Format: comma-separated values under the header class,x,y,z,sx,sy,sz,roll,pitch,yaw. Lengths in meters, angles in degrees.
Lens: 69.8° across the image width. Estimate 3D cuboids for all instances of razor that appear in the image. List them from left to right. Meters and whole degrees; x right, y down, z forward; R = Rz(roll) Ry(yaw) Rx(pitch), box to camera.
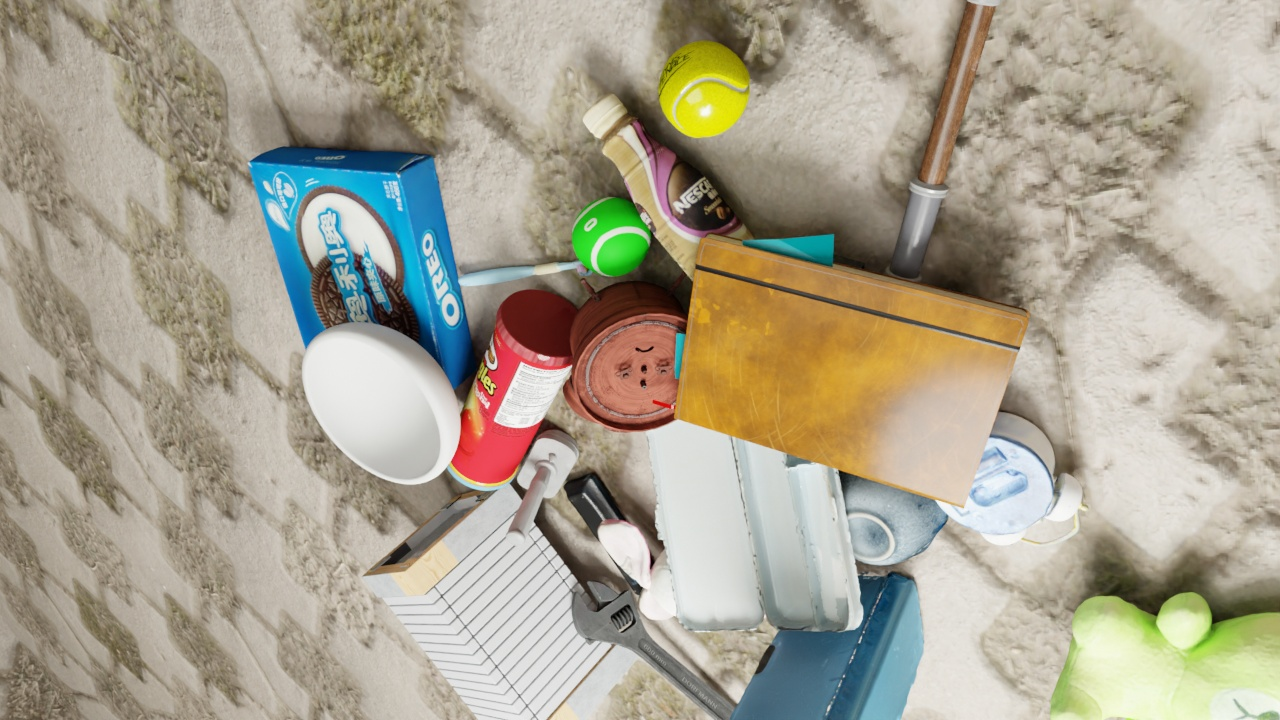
class,x,y,z,sx,sy,sz,roll,pitch,yaw
razor,-0.108,0.139,0.928,0.047,0.116,0.088,27,130,-5

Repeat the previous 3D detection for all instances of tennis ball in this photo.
class,x,y,z,sx,sy,sz,roll,pitch,yaw
tennis ball,-0.024,-0.102,0.760,0.065,0.065,0.065,15,125,23
tennis ball,0.046,-0.195,0.660,0.065,0.065,0.065,15,125,23

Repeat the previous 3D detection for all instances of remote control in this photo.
class,x,y,z,sx,sy,sz,roll,pitch,yaw
remote control,-0.028,0.189,0.971,0.047,0.022,0.150,-25,104,40

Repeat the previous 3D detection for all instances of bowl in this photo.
class,x,y,z,sx,sy,sz,roll,pitch,yaw
bowl,-0.244,0.033,0.905,0.177,0.066,0.177,15,126,22
bowl,0.198,0.134,0.777,0.110,0.055,0.110,16,125,24

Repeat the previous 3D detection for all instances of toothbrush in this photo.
class,x,y,z,sx,sy,sz,roll,pitch,yaw
toothbrush,-0.111,-0.081,0.860,0.155,0.016,0.022,-3,154,32

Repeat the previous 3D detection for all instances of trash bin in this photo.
class,x,y,z,sx,sy,sz,roll,pitch,yaw
trash bin,-0.154,0.281,1.006,0.247,0.142,0.143,55,145,-9

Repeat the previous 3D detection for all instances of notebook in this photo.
class,x,y,z,sx,sy,sz,roll,pitch,yaw
notebook,0.138,-0.002,0.681,0.249,0.014,0.179,17,121,17

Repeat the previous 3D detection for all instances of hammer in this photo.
class,x,y,z,sx,sy,sz,roll,pitch,yaw
hammer,0.202,-0.152,0.611,0.156,0.042,0.323,20,124,20

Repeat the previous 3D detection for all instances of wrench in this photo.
class,x,y,z,sx,sy,sz,roll,pitch,yaw
wrench,0.032,0.336,0.999,0.273,0.073,0.018,42,149,-9

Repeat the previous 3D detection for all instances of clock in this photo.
class,x,y,z,sx,sy,sz,roll,pitch,yaw
clock,-0.005,0.005,0.781,0.120,0.072,0.158,-5,126,-12
clock,0.281,0.096,0.705,0.125,0.051,0.089,48,130,-3

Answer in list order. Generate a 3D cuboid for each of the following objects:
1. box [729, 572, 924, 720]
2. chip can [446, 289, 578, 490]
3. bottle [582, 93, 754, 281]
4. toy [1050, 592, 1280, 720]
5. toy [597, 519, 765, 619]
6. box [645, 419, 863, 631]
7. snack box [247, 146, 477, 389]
class,x,y,z,sx,sy,sz,roll,pitch,yaw
box,0.156,0.282,0.779,0.112,0.230,0.094,0,118,33
chip can,-0.126,0.034,0.895,0.087,0.086,0.214,37,132,7
bottle,0.019,-0.135,0.717,0.166,0.059,0.060,50,131,-4
toy,0.419,0.241,0.685,0.197,0.107,0.150,12,101,15
toy,0.060,0.210,0.894,0.195,0.084,0.159,-9,127,31
box,0.095,0.136,0.805,0.192,0.045,0.209,-16,83,37
snack box,-0.277,-0.093,0.927,0.196,0.056,0.239,9,123,26
